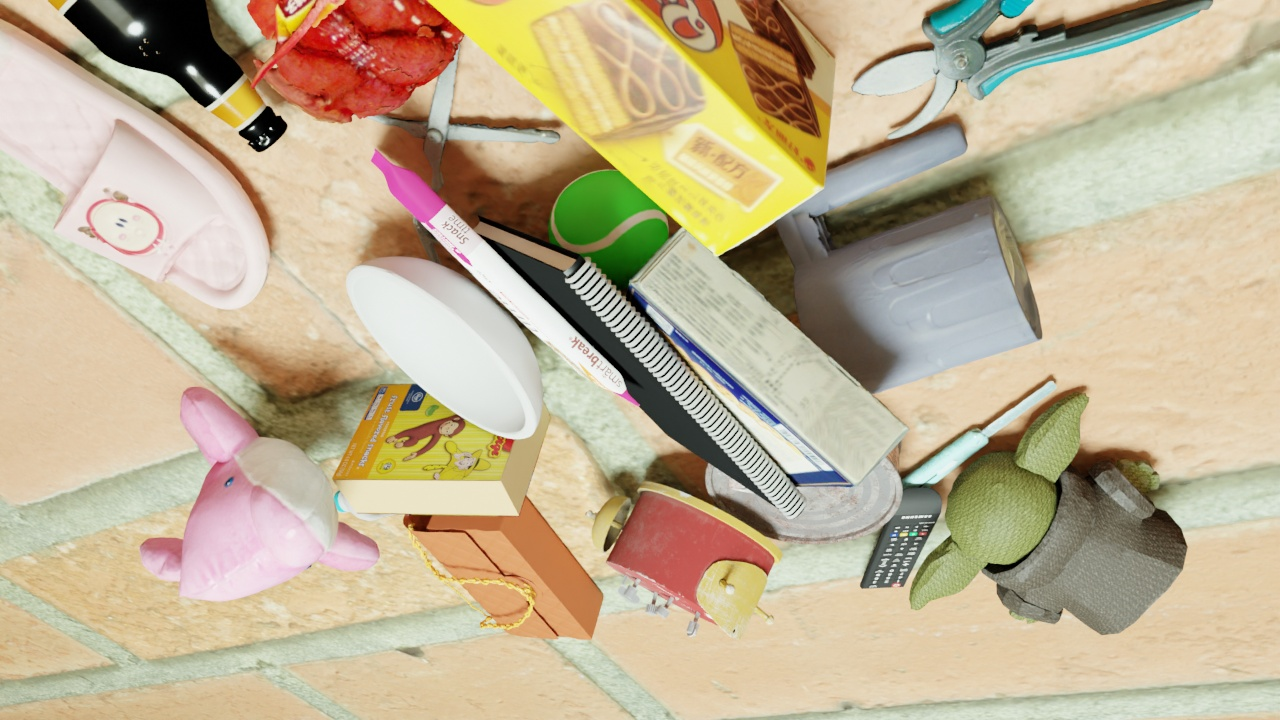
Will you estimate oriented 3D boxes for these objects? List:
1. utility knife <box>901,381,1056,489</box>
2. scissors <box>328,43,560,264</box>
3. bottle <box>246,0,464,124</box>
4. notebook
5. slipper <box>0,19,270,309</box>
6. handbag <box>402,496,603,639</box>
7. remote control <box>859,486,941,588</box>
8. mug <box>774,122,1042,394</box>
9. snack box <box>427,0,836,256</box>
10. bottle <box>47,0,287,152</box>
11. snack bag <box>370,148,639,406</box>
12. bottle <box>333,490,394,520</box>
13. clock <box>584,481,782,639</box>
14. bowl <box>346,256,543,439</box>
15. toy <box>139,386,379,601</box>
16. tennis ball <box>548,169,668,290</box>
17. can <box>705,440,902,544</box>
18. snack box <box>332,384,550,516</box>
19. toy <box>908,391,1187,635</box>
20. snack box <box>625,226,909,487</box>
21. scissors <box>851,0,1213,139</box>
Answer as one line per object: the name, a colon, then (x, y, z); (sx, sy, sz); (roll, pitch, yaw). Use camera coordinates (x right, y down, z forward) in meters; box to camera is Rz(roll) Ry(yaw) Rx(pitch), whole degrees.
utility knife: (0.213, 0.059, 0.614); (0.022, 0.015, 0.166); (15, 137, -24)
scissors: (-0.119, -0.117, 0.516); (0.141, 0.014, 0.176); (20, 139, -1)
bottle: (-0.127, -0.164, 0.409); (0.111, 0.098, 0.099); (-26, 125, 31)
notebook: (-0.003, 0.003, 0.524); (0.206, 0.016, 0.149); (47, 170, -31)
slipper: (-0.318, -0.111, 0.543); (0.107, 0.055, 0.221); (-28, 122, 33)
handbag: (-0.122, 0.188, 0.805); (0.109, 0.060, 0.172); (-7, 133, 26)
remote control: (0.192, 0.138, 0.685); (0.033, 0.015, 0.147); (-2, 142, -1)
mug: (0.137, -0.050, 0.481); (0.104, 0.083, 0.124); (-19, 101, 30)
snack box: (-0.017, -0.157, 0.376); (0.230, 0.109, 0.062); (38, 133, -24)
bottle: (-0.250, -0.178, 0.452); (0.059, 0.059, 0.181); (-19, 128, 31)
snack bag: (-0.078, -0.043, 0.521); (0.196, 0.016, 0.070); (45, 174, -19)
bottle: (-0.195, 0.101, 0.741); (0.136, 0.044, 0.044); (-17, 129, 29)
clock: (0.021, 0.150, 0.683); (0.159, 0.081, 0.117); (15, 159, 40)
bowl: (-0.114, -0.015, 0.579); (0.149, 0.043, 0.150); (30, 153, 17)
toy: (-0.292, 0.113, 0.664); (0.187, 0.127, 0.266); (54, 159, -19)
tennis ball: (-0.017, -0.070, 0.498); (0.065, 0.065, 0.065); (8, 137, 7)
can: (0.111, 0.071, 0.628); (0.130, 0.044, 0.130); (8, 137, 7)
snack box: (-0.139, 0.062, 0.652); (0.126, 0.088, 0.040); (-2, 135, 16)
toy: (0.274, 0.115, 0.605); (0.152, 0.078, 0.180); (27, 112, -7)
snack box: (0.054, 0.007, 0.494); (0.144, 0.042, 0.145); (42, 172, 2)
scissors: (0.172, -0.148, 0.402); (0.124, 0.019, 0.155); (17, 139, -1)
